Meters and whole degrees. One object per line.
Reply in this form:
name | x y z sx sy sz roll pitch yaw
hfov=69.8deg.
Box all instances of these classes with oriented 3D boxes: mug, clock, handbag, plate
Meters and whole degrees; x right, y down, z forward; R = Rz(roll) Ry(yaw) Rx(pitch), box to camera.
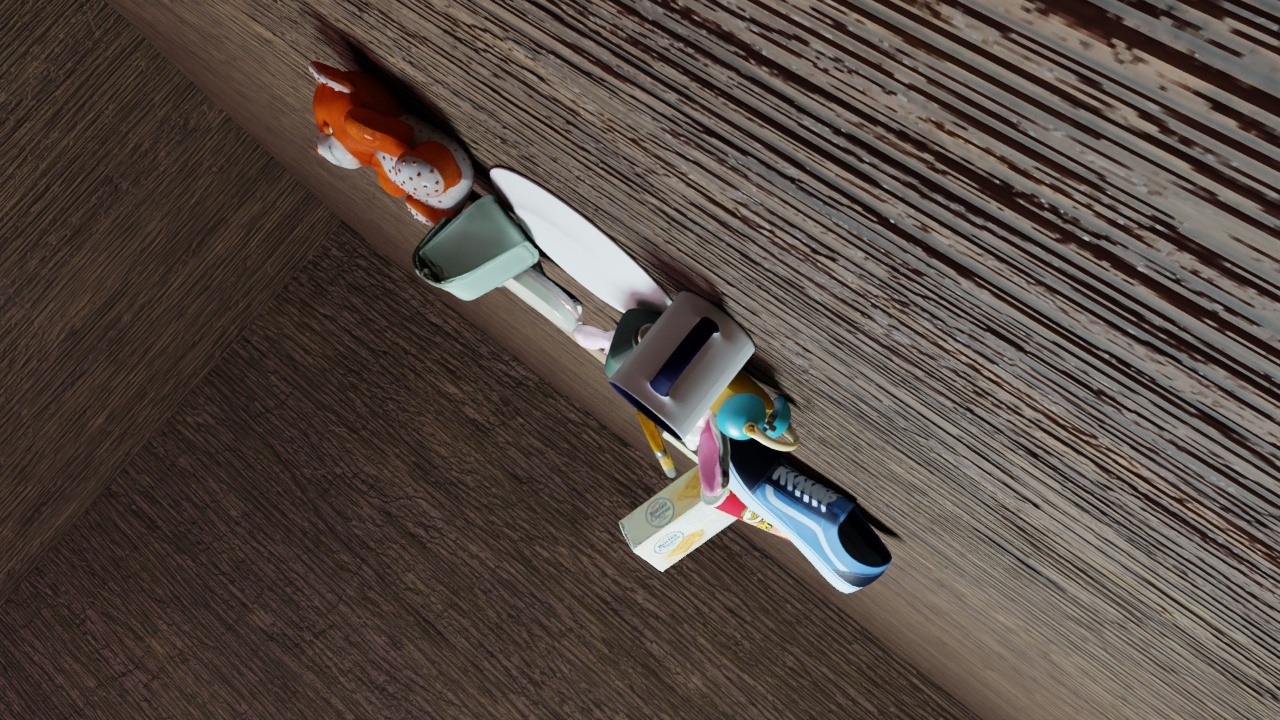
mug | 0.034 0.002 0.739 0.078 0.096 0.112 38 173 6
clock | 0.088 0.036 0.820 0.129 0.044 0.099 44 -162 26
handbag | -0.168 -0.111 0.933 0.067 0.106 0.122 57 -179 3
plate | -0.056 -0.098 0.891 0.242 0.016 0.242 38 172 6

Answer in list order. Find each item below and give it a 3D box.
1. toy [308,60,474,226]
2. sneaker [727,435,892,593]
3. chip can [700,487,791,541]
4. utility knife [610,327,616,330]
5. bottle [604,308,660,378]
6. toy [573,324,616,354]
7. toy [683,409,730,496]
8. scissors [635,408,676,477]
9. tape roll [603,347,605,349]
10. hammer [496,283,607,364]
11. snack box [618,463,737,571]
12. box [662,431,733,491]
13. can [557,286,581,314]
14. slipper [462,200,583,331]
toy | -0.243 -0.204 0.874 0.172 0.093 0.164 40 174 0
sneaker | 0.198 0.159 1.072 0.241 0.083 0.099 45 138 8
chip can | 0.179 0.210 1.267 0.214 0.052 0.052 27 180 -31
utility knife | -0.007 0.007 1.190 0.022 0.015 0.162 37 164 35
bottle | 0.003 -0.012 0.859 0.061 0.061 0.131 20 170 -2
toy | -0.021 -0.017 1.030 0.110 0.047 0.063 15 -177 -2
toy | 0.054 0.049 0.971 0.194 0.084 0.159 -158 56 -80
scissors | 0.007 0.072 1.142 0.225 0.016 0.230 -115 1 -53
tape roll | -0.013 0.000 1.260 0.093 0.016 0.091 37 172 13
hammer | -0.127 -0.068 1.316 0.328 0.052 0.098 40 173 -32
snack box | 0.081 0.210 1.316 0.057 0.208 0.104 57 -175 38
box | 0.127 0.127 1.177 0.188 0.066 0.127 38 -166 14
can | -0.119 -0.085 1.206 0.095 0.032 0.032 35 172 27
slipper | -0.160 -0.128 1.065 0.274 0.054 0.114 39 173 23
